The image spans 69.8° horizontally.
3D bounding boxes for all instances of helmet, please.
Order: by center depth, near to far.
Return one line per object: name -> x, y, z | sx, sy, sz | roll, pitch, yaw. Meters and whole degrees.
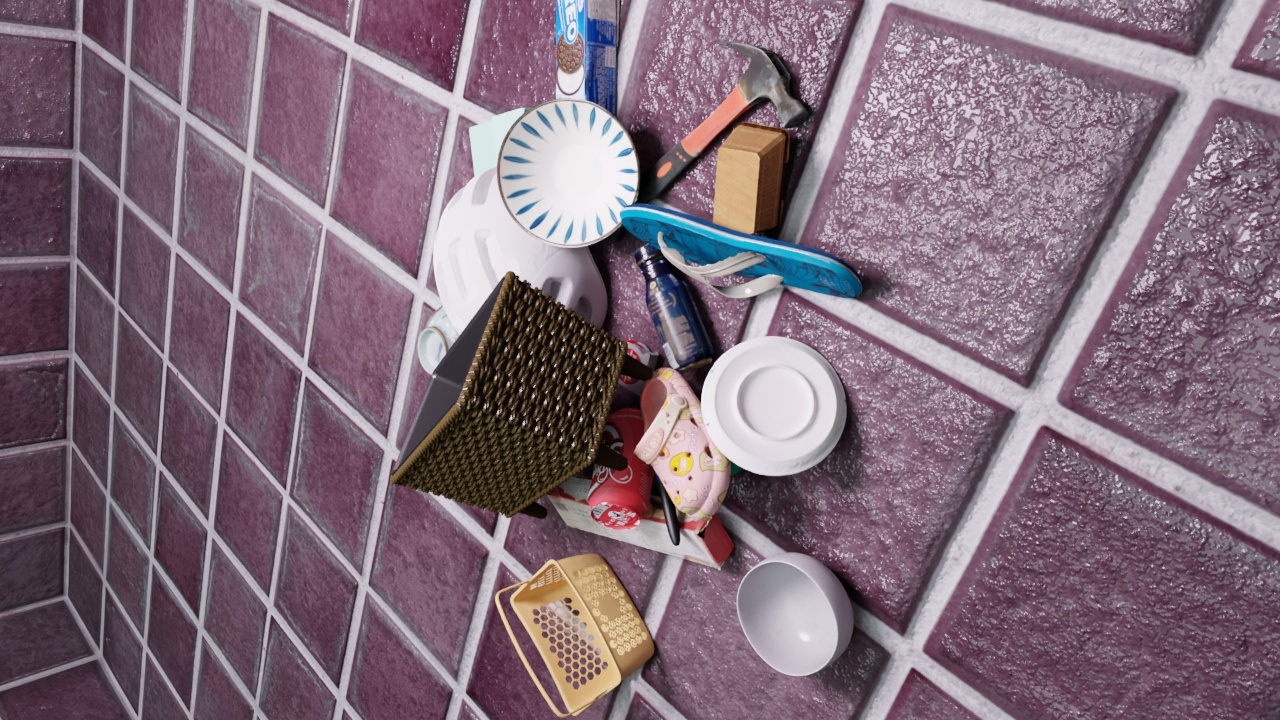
helmet -> -0.174, -0.133, 1.234 | 0.225, 0.183, 0.282 | -23, 67, 32

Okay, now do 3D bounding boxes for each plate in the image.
plate -> 0.144, 0.046, 0.985 | 0.157, 0.157, 0.014 | 59, 171, 18

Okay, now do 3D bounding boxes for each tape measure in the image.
tape measure -> -0.007, 0.007, 1.186 | 0.062, 0.020, 0.060 | 30, 117, 36

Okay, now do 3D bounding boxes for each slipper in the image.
slipper -> 0.099, -0.104, 1.007 | 0.295, 0.118, 0.060 | 19, 83, 31
slipper -> 0.033, 0.087, 1.036 | 0.093, 0.081, 0.197 | -54, 43, 36

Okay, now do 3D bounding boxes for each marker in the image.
marker -> 0.030, 0.157, 1.103 | 0.018, 0.015, 0.133 | 85, 173, -68

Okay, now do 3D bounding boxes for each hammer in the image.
hammer -> 0.046, -0.242, 1.089 | 0.334, 0.033, 0.133 | -38, 74, 40

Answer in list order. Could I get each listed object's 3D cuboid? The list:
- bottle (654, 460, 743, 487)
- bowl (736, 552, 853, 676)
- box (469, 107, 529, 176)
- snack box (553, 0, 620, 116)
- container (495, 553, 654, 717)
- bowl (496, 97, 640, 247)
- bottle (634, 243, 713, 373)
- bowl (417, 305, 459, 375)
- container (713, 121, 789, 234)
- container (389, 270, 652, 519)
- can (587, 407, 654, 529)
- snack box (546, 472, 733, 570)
bottle -> 0.089, 0.107, 1.083 | 0.210, 0.068, 0.068 | -39, 71, 47
bowl -> 0.180, 0.280, 1.034 | 0.132, 0.064, 0.132 | 9, 103, 41
box -> -0.193, -0.253, 1.307 | 0.136, 0.033, 0.186 | -5, 93, 37
snack box -> -0.067, -0.404, 1.143 | 0.059, 0.059, 0.226 | 13, 107, 44
container -> -0.094, 0.366, 1.229 | 0.130, 0.166, 0.183 | -48, 65, 36
bowl -> -0.083, -0.232, 1.135 | 0.177, 0.070, 0.177 | 2, 105, 9
bottle -> 0.038, -0.065, 1.108 | 0.056, 0.056, 0.160 | -29, 78, 41
bowl -> -0.274, -0.019, 1.374 | 0.160, 0.093, 0.160 | 9, 104, 40
container -> 0.116, -0.191, 0.989 | 0.063, 0.061, 0.114 | 18, 125, 26
container -> -0.146, 0.069, 1.115 | 0.322, 0.205, 0.176 | -39, 30, 55
can -> -0.019, 0.133, 1.142 | 0.075, 0.074, 0.142 | -30, 37, 41
snack box -> -0.007, 0.202, 1.189 | 0.273, 0.044, 0.077 | 6, 137, 42
